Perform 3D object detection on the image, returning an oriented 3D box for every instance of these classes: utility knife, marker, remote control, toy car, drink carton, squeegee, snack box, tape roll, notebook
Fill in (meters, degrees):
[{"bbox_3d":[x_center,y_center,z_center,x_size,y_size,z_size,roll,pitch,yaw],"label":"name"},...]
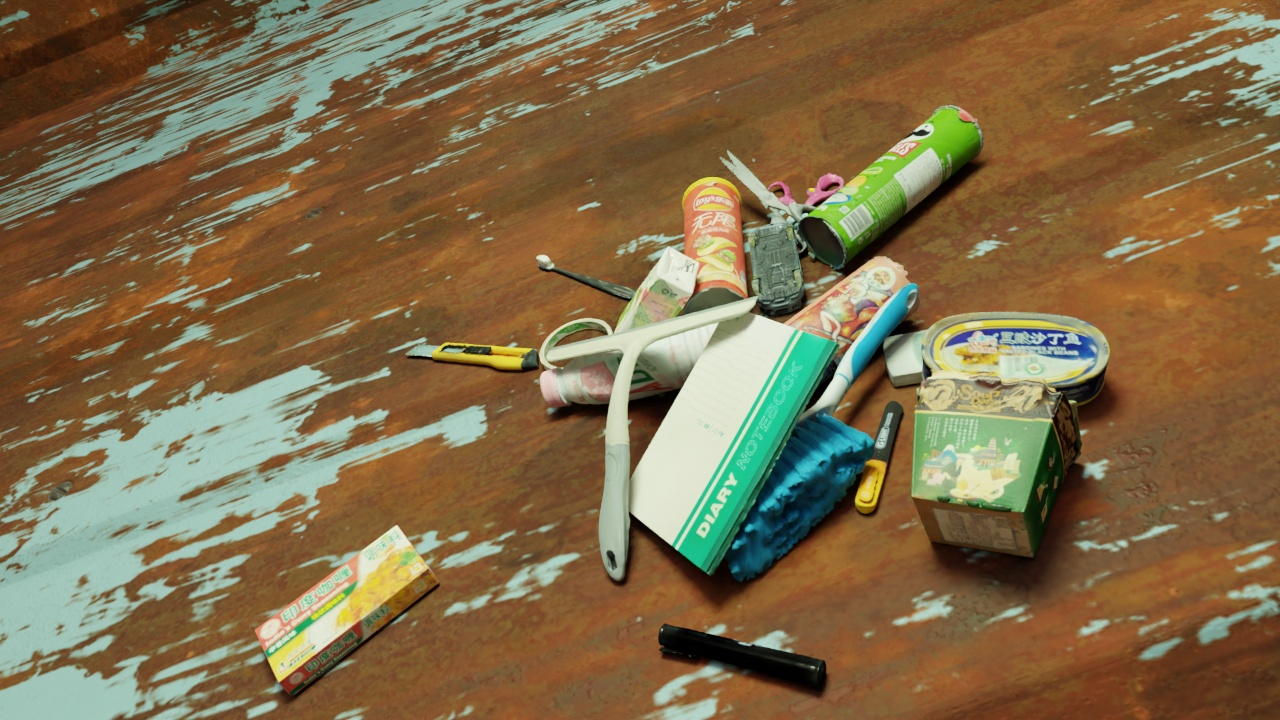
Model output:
[{"bbox_3d":[-0.200,-0.007,1.076,0.197,0.015,0.033,4,43,29],"label":"utility knife"},{"bbox_3d":[0.074,0.221,0.688,0.132,0.020,0.022,4,63,30],"label":"marker"},{"bbox_3d":[0.294,-0.010,0.846,0.135,0.019,0.056,-10,41,15],"label":"remote control"},{"bbox_3d":[0.148,-0.102,1.000,0.054,0.037,0.120,-13,49,15],"label":"toy car"},{"bbox_3d":[0.015,-0.056,0.958,0.045,0.123,0.053,26,46,-10],"label":"drink carton"},{"bbox_3d":[-0.016,0.070,0.817,0.247,0.039,0.246,-12,60,36],"label":"squeegee"},{"bbox_3d":[0.206,0.080,0.789,0.018,0.015,0.123,8,46,25],"label":"marker"},{"bbox_3d":[-0.267,0.225,0.837,0.155,0.027,0.077,-37,40,-17],"label":"snack box"},{"bbox_3d":[-0.070,-0.014,1.025,0.086,0.014,0.085,-13,40,11],"label":"tape roll"},{"bbox_3d":[0.261,0.084,0.697,0.118,0.117,0.105,5,58,33],"label":"snack box"},{"bbox_3d":[0.069,0.059,0.778,0.209,0.012,0.150,-61,33,-2],"label":"notebook"}]

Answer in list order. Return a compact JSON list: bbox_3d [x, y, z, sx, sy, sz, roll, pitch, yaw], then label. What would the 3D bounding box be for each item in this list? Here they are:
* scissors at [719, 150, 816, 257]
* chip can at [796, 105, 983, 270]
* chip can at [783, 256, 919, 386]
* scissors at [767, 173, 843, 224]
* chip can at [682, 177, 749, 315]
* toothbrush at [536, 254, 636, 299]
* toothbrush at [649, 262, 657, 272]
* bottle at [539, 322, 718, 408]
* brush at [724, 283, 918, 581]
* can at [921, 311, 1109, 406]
[{"bbox_3d":[0.143,-0.183,1.068,0.174,0.014,0.140,16,67,16],"label":"scissors"},{"bbox_3d":[0.280,-0.194,1.020,0.235,0.072,0.072,-39,42,-18],"label":"chip can"},{"bbox_3d":[0.165,-0.015,0.872,0.214,0.071,0.071,-35,41,-16],"label":"chip can"},{"bbox_3d":[0.185,-0.184,1.099,0.124,0.017,0.133,23,60,37],"label":"scissors"},{"bbox_3d":[0.083,-0.118,1.027,0.073,0.073,0.216,-12,42,12],"label":"chip can"},{"bbox_3d":[-0.067,-0.102,1.122,0.181,0.018,0.015,23,54,40],"label":"toothbrush"},{"bbox_3d":[-0.009,-0.047,1.033,0.017,0.016,0.187,-38,21,50],"label":"toothbrush"},{"bbox_3d":[-0.006,0.005,0.933,0.197,0.068,0.068,-14,40,14],"label":"bottle"},{"bbox_3d":[0.165,0.049,0.791,0.314,0.060,0.109,-41,36,-9],"label":"brush"},{"bbox_3d":[0.316,0.000,0.783,0.148,0.049,0.074,3,63,22],"label":"can"}]
